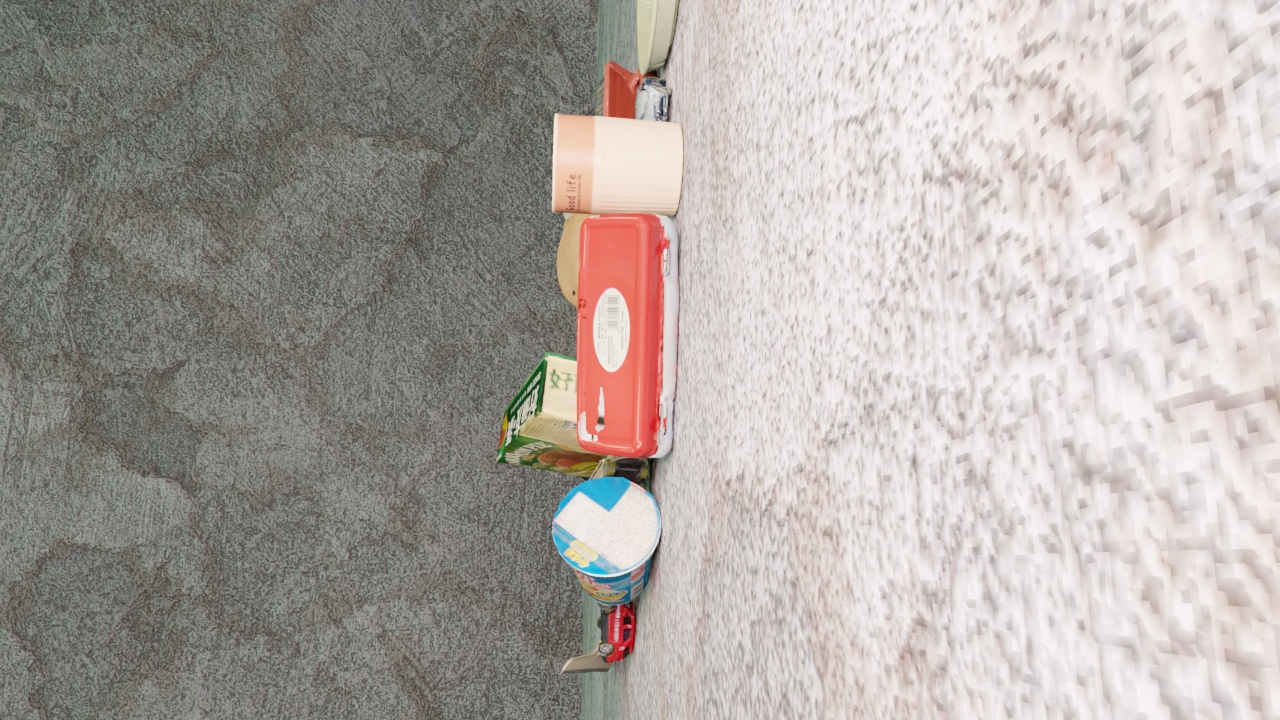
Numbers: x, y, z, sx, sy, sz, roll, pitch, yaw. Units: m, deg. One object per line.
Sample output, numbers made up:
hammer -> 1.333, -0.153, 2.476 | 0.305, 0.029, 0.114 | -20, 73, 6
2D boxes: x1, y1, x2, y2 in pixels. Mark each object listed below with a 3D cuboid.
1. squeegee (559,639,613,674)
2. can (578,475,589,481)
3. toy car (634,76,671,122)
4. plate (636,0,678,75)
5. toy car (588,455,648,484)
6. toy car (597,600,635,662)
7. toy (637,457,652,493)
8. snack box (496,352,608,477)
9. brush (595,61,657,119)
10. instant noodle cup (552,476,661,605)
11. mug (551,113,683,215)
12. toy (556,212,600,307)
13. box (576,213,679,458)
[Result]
squeegee -> -0.046, 0.316, 1.295 | 0.246, 0.039, 0.246 | 56, -141, -68
can -> -0.053, 0.104, 1.226 | 0.075, 0.075, 0.111 | -94, 7, -48
toy car -> 0.011, -0.242, 0.877 | 0.105, 0.031, 0.049 | -101, 13, -66
plate -> 0.018, -0.389, 0.867 | 0.230, 0.027, 0.230 | 180, 92, -84
toy car -> -0.025, 0.111, 0.884 | 0.091, 0.042, 0.035 | 123, 144, -46
toy car -> -0.028, 0.288, 1.046 | 0.052, 0.045, 0.121 | -101, 8, -60
toy -> -0.003, 0.114, 0.923 | 0.097, 0.030, 0.092 | 146, 124, -73
snack box -> -0.068, 0.063, 0.921 | 0.241, 0.114, 0.063 | 136, 142, -67
brush -> -0.012, -0.250, 0.970 | 0.069, 0.063, 0.145 | -28, 51, 46
instant noodle cup -> -0.027, 0.178, 0.863 | 0.110, 0.099, 0.099 | 85, -178, -54
mug -> -0.023, -0.161, 0.792 | 0.115, 0.106, 0.081 | 115, 156, -78
toy -> -0.053, -0.125, 1.147 | 0.144, 0.082, 0.225 | -34, 48, 47
box -> -0.002, -0.020, 0.764 | 0.068, 0.091, 0.201 | -4, -83, -55
